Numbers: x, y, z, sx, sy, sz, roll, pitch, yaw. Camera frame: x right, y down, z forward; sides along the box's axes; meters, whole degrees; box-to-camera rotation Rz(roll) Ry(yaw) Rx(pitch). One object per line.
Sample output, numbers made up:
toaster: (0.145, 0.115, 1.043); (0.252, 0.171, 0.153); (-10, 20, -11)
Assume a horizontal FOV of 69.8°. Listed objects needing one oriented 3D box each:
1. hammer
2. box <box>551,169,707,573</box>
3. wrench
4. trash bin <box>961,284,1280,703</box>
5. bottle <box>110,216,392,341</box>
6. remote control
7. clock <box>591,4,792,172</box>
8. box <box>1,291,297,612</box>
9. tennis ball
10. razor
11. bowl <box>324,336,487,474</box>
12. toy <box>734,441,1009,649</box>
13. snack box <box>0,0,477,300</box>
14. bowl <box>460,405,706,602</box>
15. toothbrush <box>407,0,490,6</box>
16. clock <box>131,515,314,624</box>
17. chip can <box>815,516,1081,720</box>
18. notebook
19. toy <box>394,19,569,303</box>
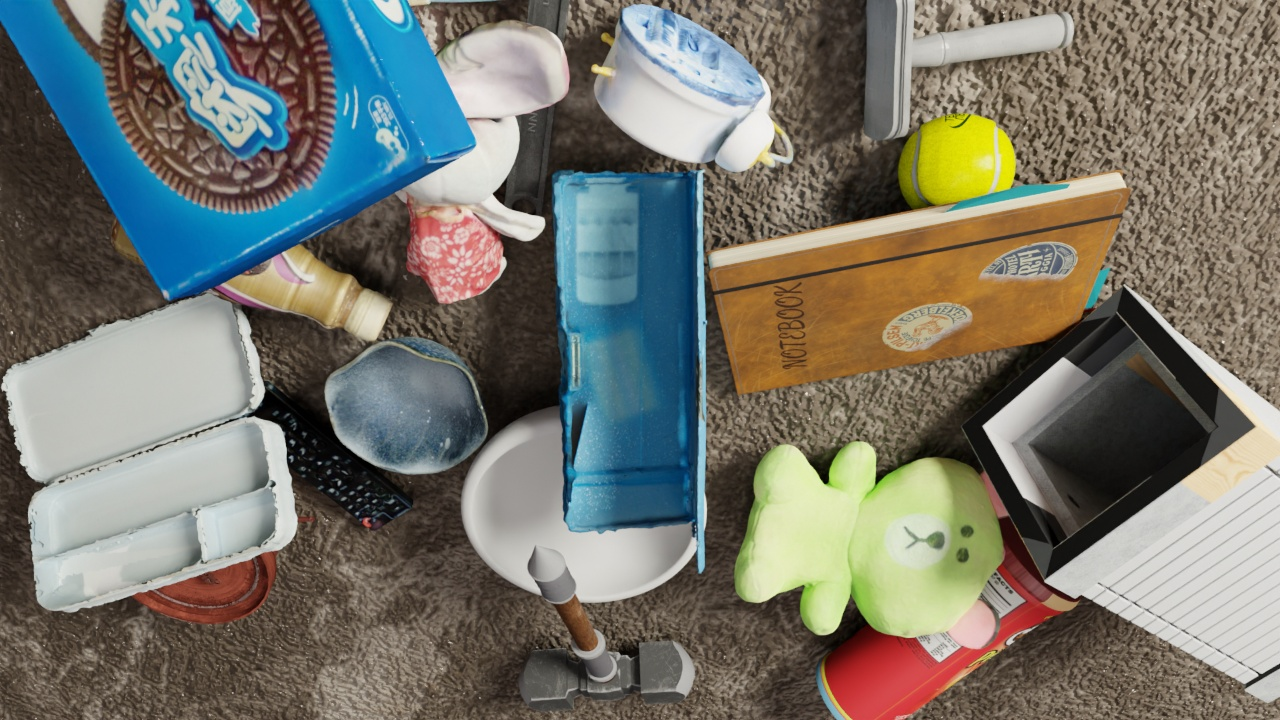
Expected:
hammer: (-0.045, 0.204, 0.696); (0.156, 0.043, 0.323); (-5, 146, 4)
box: (-0.002, 0.003, 0.546); (0.094, 0.111, 0.231); (-1, 101, -7)
wrench: (-0.051, -0.190, 0.509); (0.073, 0.018, 0.274); (9, 130, -6)
trash bin: (0.375, 0.095, 0.615); (0.246, 0.142, 0.143); (29, 119, -23)
bottle: (-0.242, -0.060, 0.589); (0.166, 0.059, 0.060); (25, 120, -17)
remote control: (-0.241, 0.072, 0.699); (0.047, 0.022, 0.150); (-31, 119, 19)
clock: (0.033, -0.147, 0.510); (0.125, 0.088, 0.052); (25, 125, -12)
box: (-0.345, 0.065, 0.637); (0.210, 0.045, 0.191); (-20, 81, 12)
tennis ball: (0.186, -0.113, 0.543); (0.065, 0.065, 0.065); (0, 123, 1)
razor: (0.185, -0.178, 0.518); (0.116, 0.047, 0.088); (-9, 123, -2)
bowl: (-0.159, 0.023, 0.644); (0.110, 0.055, 0.110); (1, 124, 1)
toy: (0.171, 0.134, 0.682); (0.197, 0.107, 0.150); (14, 79, -6)
snack box: (-0.220, -0.173, 0.461); (0.196, 0.056, 0.239); (-20, 104, 25)
bowl: (-0.040, 0.097, 0.683); (0.176, 0.066, 0.177); (1, 123, 1)
toothbrush: (-0.102, -0.207, 0.516); (0.155, 0.016, 0.022); (-5, 113, 3)
clock: (-0.347, 0.143, 0.715); (0.158, 0.072, 0.120); (-31, 117, 19)
chip can: (0.244, 0.220, 0.748); (0.087, 0.086, 0.214); (30, 120, -17)
notebook: (0.174, -0.045, 0.573); (0.249, 0.014, 0.178); (-10, 149, 8)
toy: (-0.108, -0.112, 0.528); (0.159, 0.084, 0.195); (16, 138, 20)
